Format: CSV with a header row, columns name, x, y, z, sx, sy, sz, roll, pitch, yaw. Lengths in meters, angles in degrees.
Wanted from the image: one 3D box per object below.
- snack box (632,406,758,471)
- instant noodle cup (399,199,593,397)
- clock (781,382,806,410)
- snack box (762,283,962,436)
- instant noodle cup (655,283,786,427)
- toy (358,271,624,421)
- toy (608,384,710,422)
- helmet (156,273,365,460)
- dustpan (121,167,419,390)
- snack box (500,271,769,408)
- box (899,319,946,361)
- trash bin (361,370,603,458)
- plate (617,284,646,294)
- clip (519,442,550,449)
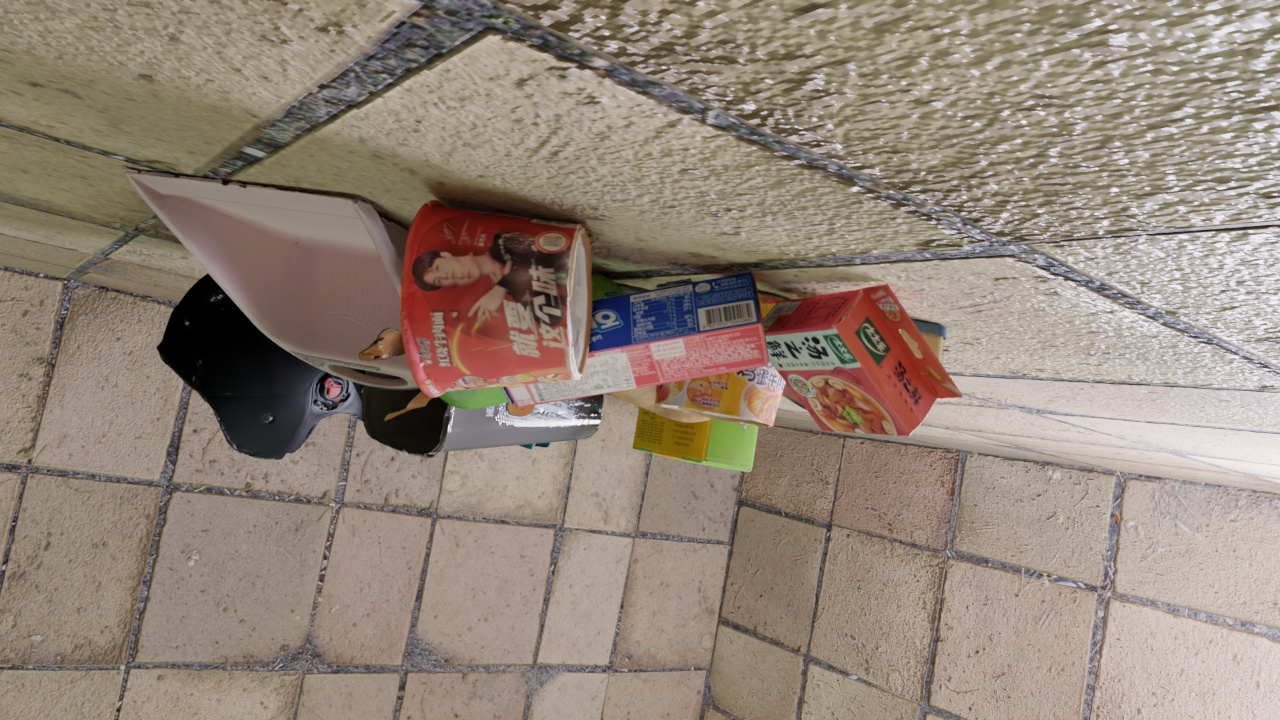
name,x,y,z,sx,sy,sz,roll,pitch,yaw
snack box,0.070,0.048,1.136,0.070,0.157,0.210,12,175,-23
instant noodle cup,-0.093,-0.042,0.637,0.108,0.138,0.138,2,175,6
clock,0.215,0.027,1.019,0.117,0.060,0.158,30,-170,25
snack box,0.164,0.004,0.713,0.113,0.044,0.127,51,156,-17
instant noodle cup,0.075,-0.002,0.833,0.138,0.109,0.138,11,175,1
toy,-0.118,-0.017,0.805,0.246,0.090,0.227,-16,146,-16
toy,-0.006,0.006,0.972,0.226,0.082,0.144,19,162,-9
helmet,-0.460,-0.011,1.170,0.274,0.230,0.234,15,-172,-39
dustpan,-0.287,-0.054,0.817,0.223,0.138,0.273,9,176,18
snack box,-0.008,-0.015,0.711,0.207,0.057,0.058,-10,142,8
box,0.209,0.004,0.841,0.090,0.059,0.184,10,166,-6
trash bin,-0.168,0.006,1.036,0.219,0.199,0.199,6,-179,-41
plate,-0.029,-0.054,0.950,0.179,0.024,0.179,10,176,1
clip,-0.134,0.097,1.101,0.038,0.013,0.056,-2,-177,-39
